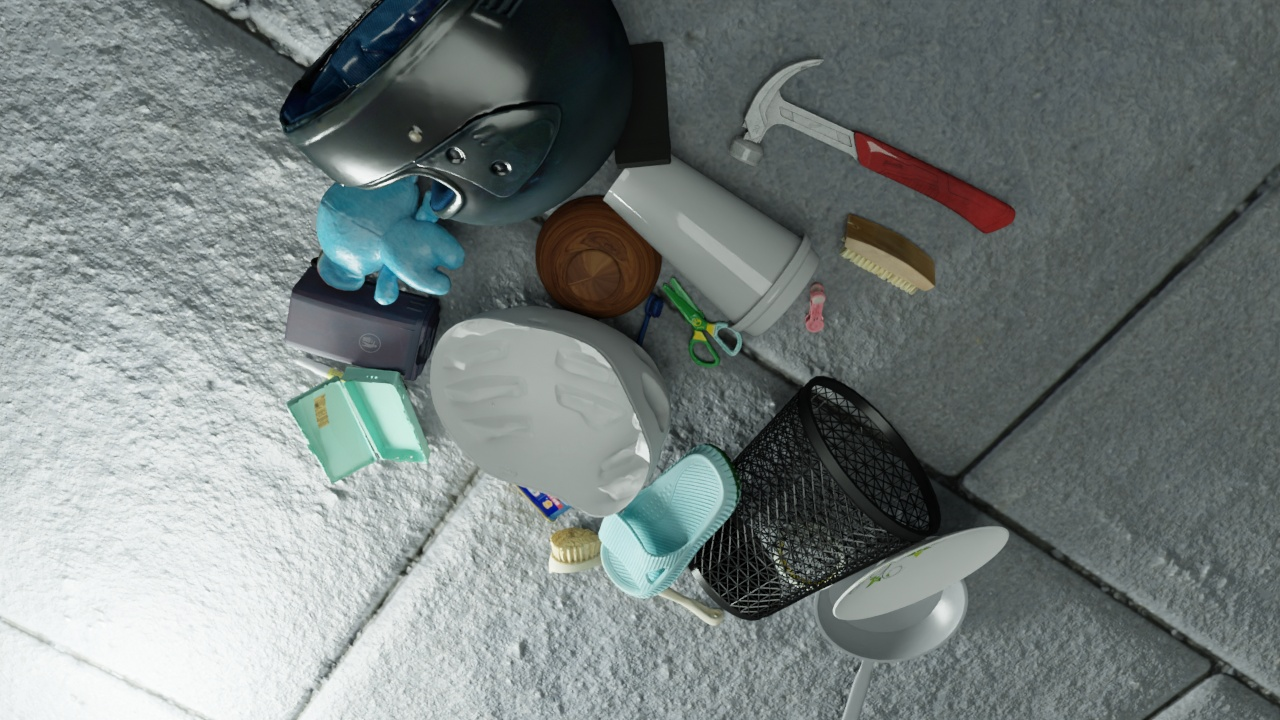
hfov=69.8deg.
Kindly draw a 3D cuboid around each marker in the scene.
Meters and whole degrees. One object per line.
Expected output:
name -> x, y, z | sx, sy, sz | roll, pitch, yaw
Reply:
marker -> -0.367, 0.026, 1.154 | 0.132, 0.014, 0.014 | 25, 115, -8

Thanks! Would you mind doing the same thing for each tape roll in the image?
tape roll -> 0.221, 0.254, 1.200 | 0.094, 0.019, 0.094 | 4, 99, 25

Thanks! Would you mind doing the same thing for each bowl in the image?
bowl -> -0.050, -0.106, 1.038 | 0.147, 0.068, 0.147 | 2, 116, 3

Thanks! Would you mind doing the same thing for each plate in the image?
plate -> 0.334, 0.249, 1.116 | 0.229, 0.030, 0.230 | -16, 147, -11

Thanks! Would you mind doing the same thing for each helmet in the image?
helmet -> -0.105, 0.048, 1.053 | 0.282, 0.183, 0.225 | 10, 117, 2
helmet -> -0.153, -0.245, 0.883 | 0.317, 0.248, 0.236 | -33, 130, 19

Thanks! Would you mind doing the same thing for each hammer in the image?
hammer -> 0.263, -0.218, 0.986 | 0.315, 0.036, 0.126 | 22, 113, -8

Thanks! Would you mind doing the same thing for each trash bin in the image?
trash bin -> -0.322, -0.045, 1.078 | 0.161, 0.092, 0.094 | 15, 116, -8
trash bin -> 0.186, 0.178, 1.093 | 0.217, 0.216, 0.244 | 39, 119, -14

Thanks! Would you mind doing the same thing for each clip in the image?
clip -> 0.205, -0.059, 1.064 | 0.023, 0.044, 0.060 | 3, 102, 6

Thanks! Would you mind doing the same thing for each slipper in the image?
slipper -> 0.019, 0.196, 1.076 | 0.116, 0.069, 0.277 | 57, 132, 22

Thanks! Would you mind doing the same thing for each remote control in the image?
remote control -> 0.000, -0.263, 0.946 | 0.058, 0.013, 0.133 | -4, 77, 6

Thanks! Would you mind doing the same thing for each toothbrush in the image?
toothbrush -> -0.007, 0.007, 1.117 | 0.017, 0.016, 0.190 | 39, 122, 35

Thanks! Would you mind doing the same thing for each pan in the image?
pan -> 0.320, 0.391, 1.265 | 0.201, 0.050, 0.357 | 10, 116, -1

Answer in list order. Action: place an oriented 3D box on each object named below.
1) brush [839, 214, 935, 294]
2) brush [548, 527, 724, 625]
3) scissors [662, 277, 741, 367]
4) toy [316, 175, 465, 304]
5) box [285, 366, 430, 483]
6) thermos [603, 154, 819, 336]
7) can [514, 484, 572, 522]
brush -> 0.274, -0.116, 1.025 | 0.117, 0.049, 0.039 | 25, 133, -8
brush -> -0.003, 0.298, 1.245 | 0.272, 0.062, 0.077 | 26, 119, -13
scissors -> 0.073, -0.050, 1.089 | 0.071, 0.014, 0.131 | -25, 113, 15
toy -> -0.269, -0.141, 1.017 | 0.180, 0.114, 0.183 | 31, 99, 9
box -> -0.338, 0.080, 1.115 | 0.138, 0.057, 0.187 | -8, 144, -6
thermos -> 0.072, -0.137, 0.993 | 0.222, 0.131, 0.132 | 37, 113, -5
can -> -0.118, 0.152, 1.178 | 0.059, 0.053, 0.100 | -34, 110, 16
